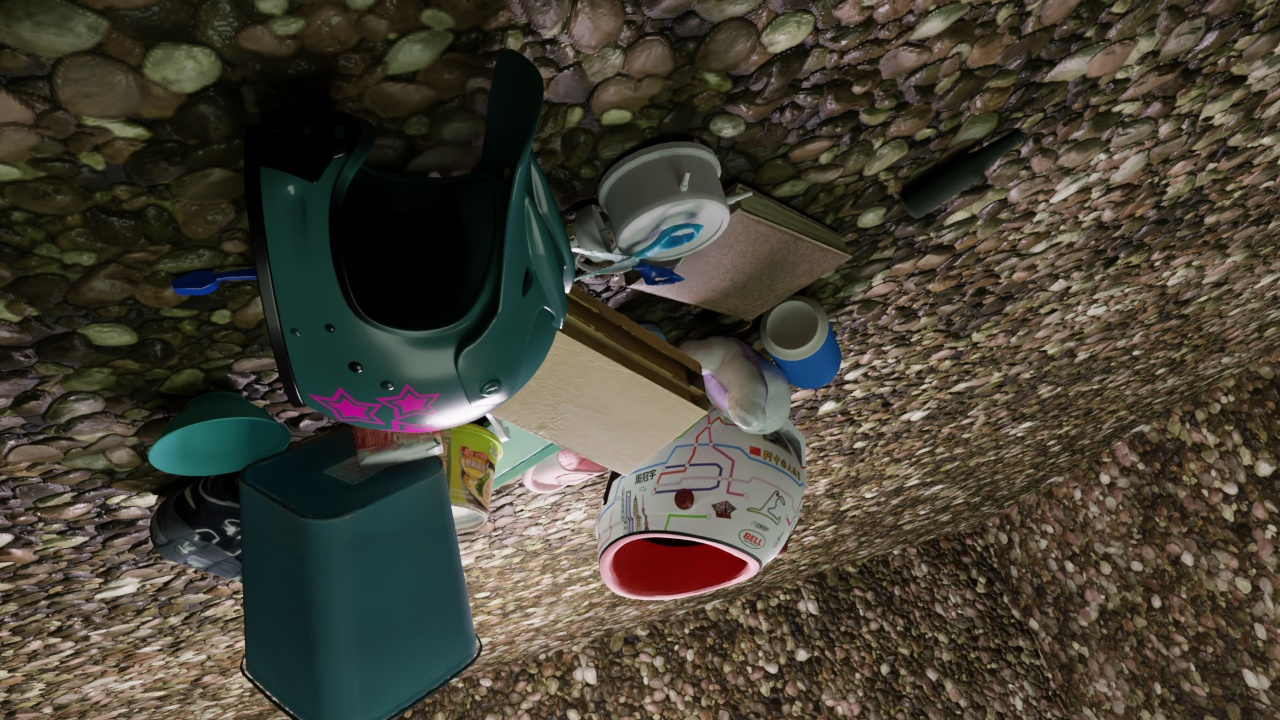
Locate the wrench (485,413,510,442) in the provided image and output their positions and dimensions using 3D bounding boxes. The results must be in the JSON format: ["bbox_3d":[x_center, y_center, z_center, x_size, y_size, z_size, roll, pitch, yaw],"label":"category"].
[{"bbox_3d":[-0.184,0.026,0.956,0.009,0.047,0.273,-21,154,2],"label":"wrench"}]

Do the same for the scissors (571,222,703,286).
[{"bbox_3d":[-0.003,-0.079,0.763,0.127,0.014,0.127,-19,159,10],"label":"scissors"}]

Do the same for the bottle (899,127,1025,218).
[{"bbox_3d":[0.316,-0.185,0.898,0.123,0.033,0.033,-33,153,27],"label":"bottle"}]

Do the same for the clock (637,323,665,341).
[{"bbox_3d":[-0.006,0.006,1.038,0.089,0.051,0.124,-23,156,3],"label":"clock"}]

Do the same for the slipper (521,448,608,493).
[{"bbox_3d":[-0.083,0.126,1.235,0.106,0.055,0.222,4,146,-39],"label":"slipper"}]

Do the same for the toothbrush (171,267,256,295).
[{"bbox_3d":[-0.262,-0.075,0.714,0.186,0.016,0.011,-14,158,-19],"label":"toothbrush"}]

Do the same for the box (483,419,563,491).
[{"bbox_3d":[-0.146,0.090,1.140,0.188,0.078,0.112,-34,124,27],"label":"box"}]

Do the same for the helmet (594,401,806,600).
[{"bbox_3d":[0.078,0.176,1.243,0.231,0.235,0.316,30,140,-27],"label":"helmet"}]

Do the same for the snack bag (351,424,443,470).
[{"bbox_3d":[-0.234,0.040,0.858,0.077,0.115,0.036,-13,160,-12],"label":"snack bag"}]

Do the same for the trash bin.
[{"bbox_3d":[-0.280,0.201,0.897,0.196,0.199,0.219,-24,122,-48],"label":"trash bin"}]

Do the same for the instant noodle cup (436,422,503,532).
[{"bbox_3d":[-0.231,0.136,1.048,0.146,0.097,0.146,-2,153,-1],"label":"instant noodle cup"}]

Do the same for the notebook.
[{"bbox_3d":[0.087,-0.088,0.926,0.191,0.034,0.215,-34,153,32],"label":"notebook"}]

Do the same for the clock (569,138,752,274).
[{"bbox_3d":[0.007,-0.121,0.772,0.119,0.061,0.160,6,150,-44],"label":"clock"}]

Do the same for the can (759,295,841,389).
[{"bbox_3d":[0.195,-0.019,1.106,0.079,0.079,0.146,-25,156,11],"label":"can"}]

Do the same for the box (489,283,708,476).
[{"bbox_3d":[-0.067,0.010,0.853,0.249,0.091,0.128,30,133,-34],"label":"box"}]

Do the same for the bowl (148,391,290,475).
[{"bbox_3d":[-0.396,0.062,0.862,0.121,0.046,0.121,-16,156,-8],"label":"bowl"}]

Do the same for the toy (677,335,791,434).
[{"bbox_3d":[0.110,0.022,1.057,0.085,0.137,0.209,-50,164,5],"label":"toy"}]

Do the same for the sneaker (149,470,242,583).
[{"bbox_3d":[-0.389,0.185,1.015,0.252,0.097,0.151,32,117,-23],"label":"sneaker"}]

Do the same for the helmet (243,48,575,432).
[{"bbox_3d":[-0.143,-0.068,0.625,0.200,0.176,0.275,-4,140,-12],"label":"helmet"}]
